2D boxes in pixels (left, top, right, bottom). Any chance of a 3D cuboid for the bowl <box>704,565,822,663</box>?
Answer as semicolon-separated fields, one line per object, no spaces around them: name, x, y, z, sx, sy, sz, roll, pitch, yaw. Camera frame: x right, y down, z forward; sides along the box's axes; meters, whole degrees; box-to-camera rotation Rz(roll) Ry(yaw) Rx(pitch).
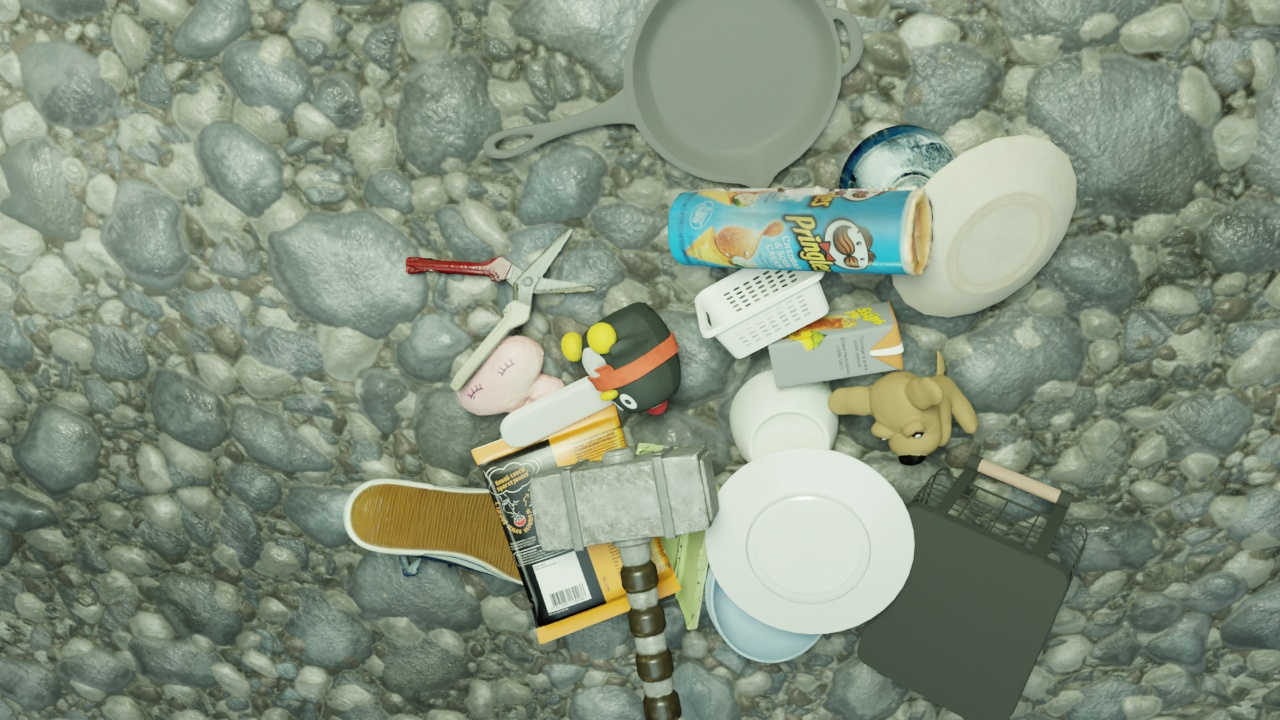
bowl;0.134;0.252;1.020;0.150;0.075;0.150;1;86;-18

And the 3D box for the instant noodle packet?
instant noodle packet;-0.067;0.172;0.984;0.160;0.032;0.221;-20;91;-5

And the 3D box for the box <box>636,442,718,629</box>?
box;0.038;0.190;1.020;0.130;0.064;0.188;25;120;39

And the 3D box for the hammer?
hammer;0.004;0.249;0.914;0.177;0.079;0.326;-10;91;11

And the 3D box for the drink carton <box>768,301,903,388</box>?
drink carton;0.192;-0.016;0.910;0.125;0.076;0.048;-10;113;12

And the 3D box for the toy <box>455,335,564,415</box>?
toy;-0.132;0.027;0.963;0.105;0.053;0.108;36;110;-29

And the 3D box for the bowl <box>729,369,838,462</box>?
bowl;0.151;0.072;0.955;0.116;0.065;0.116;1;114;2

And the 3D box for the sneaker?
sneaker;-0.184;0.199;1.034;0.294;0.127;0.120;14;78;-14

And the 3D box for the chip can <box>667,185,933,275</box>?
chip can;0.140;-0.118;0.824;0.230;0.079;0.080;6;118;30

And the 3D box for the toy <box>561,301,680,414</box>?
toy;-0.006;0.005;0.915;0.098;0.099;0.119;-13;107;58

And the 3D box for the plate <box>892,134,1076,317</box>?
plate;0.321;-0.112;0.842;0.188;0.027;0.189;-10;129;-13

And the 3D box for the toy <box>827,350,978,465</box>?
toy;0.272;0.047;0.901;0.108;0.134;0.105;-7;87;-36

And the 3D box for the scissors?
scissors;-0.146;-0.053;0.918;0.199;0.015;0.179;10;88;7

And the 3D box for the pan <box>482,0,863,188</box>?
pan;0.024;-0.244;0.840;0.355;0.024;0.217;-15;113;9

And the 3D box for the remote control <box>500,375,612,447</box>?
remote control;-0.082;0.051;0.961;0.136;0.013;0.043;-26;131;-8

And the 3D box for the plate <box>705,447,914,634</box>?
plate;0.168;0.187;0.926;0.209;0.015;0.209;3;107;10

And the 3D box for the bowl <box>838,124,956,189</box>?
bowl;0.245;-0.156;0.849;0.114;0.060;0.114;1;113;3

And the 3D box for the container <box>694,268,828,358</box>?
container;0.122;-0.056;0.894;0.129;0.080;0.049;-28;121;15

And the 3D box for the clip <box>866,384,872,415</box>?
clip;0.257;0.037;0.947;0.061;0.041;0.024;-21;113;18

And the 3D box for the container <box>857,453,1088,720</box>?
container;0.348;0.242;0.964;0.163;0.130;0.242;23;118;27
